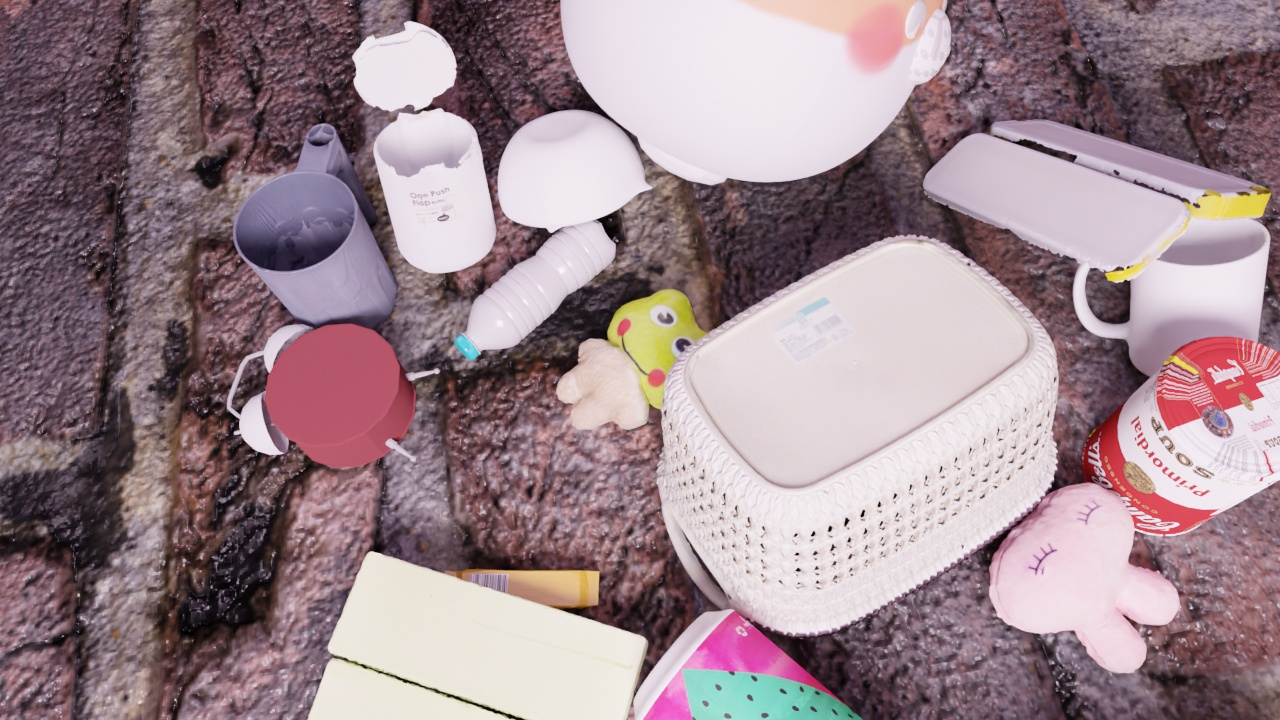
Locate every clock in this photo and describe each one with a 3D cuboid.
[{"bbox_3d":[-0.218,0.023,0.641,0.138,0.048,0.096,6,65,7],"label":"clock"}]

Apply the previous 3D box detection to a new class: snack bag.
[{"bbox_3d":[-0.076,0.146,0.588,0.099,0.020,0.026,-1,70,3],"label":"snack bag"}]

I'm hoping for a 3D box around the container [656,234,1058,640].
[{"bbox_3d":[0.129,0.037,0.560,0.251,0.143,0.184,-28,52,-10],"label":"container"}]

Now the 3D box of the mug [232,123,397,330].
[{"bbox_3d":[-0.226,-0.089,0.665,0.084,0.104,0.123,2,64,5],"label":"mug"}]

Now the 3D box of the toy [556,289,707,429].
[{"bbox_3d":[-0.004,0.004,0.641,0.117,0.043,0.092,-30,67,-9],"label":"toy"}]

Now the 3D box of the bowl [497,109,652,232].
[{"bbox_3d":[-0.057,-0.152,0.691,0.115,0.051,0.114,-8,39,6],"label":"bowl"}]

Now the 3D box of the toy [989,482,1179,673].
[{"bbox_3d":[0.272,0.134,0.559,0.105,0.053,0.108,43,72,5],"label":"toy"}]

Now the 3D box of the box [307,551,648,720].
[{"bbox_3d":[-0.102,0.205,0.547,0.187,0.030,0.138,16,74,10],"label":"box"}]

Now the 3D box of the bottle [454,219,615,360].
[{"bbox_3d":[-0.079,-0.051,0.671,0.136,0.044,0.044,-43,69,-16],"label":"bottle"}]

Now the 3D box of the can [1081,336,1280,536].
[{"bbox_3d":[0.334,0.049,0.556,0.086,0.116,0.086,-1,64,3],"label":"can"}]

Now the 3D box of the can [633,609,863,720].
[{"bbox_3d":[0.080,0.219,0.505,0.166,0.088,0.088,38,72,19],"label":"can"}]

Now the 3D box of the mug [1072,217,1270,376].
[{"bbox_3d":[0.347,-0.043,0.610,0.111,0.090,0.073,10,41,37],"label":"mug"}]

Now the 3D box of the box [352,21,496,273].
[{"bbox_3d":[-0.155,-0.147,0.659,0.084,0.166,0.094,-8,52,-7],"label":"box"}]

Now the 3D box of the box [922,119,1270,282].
[{"bbox_3d":[0.302,-0.123,0.636,0.128,0.045,0.209,-26,33,-8],"label":"box"}]

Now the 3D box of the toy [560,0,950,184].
[{"bbox_3d":[0.088,-0.262,0.631,0.266,0.281,0.262,32,34,13],"label":"toy"}]
